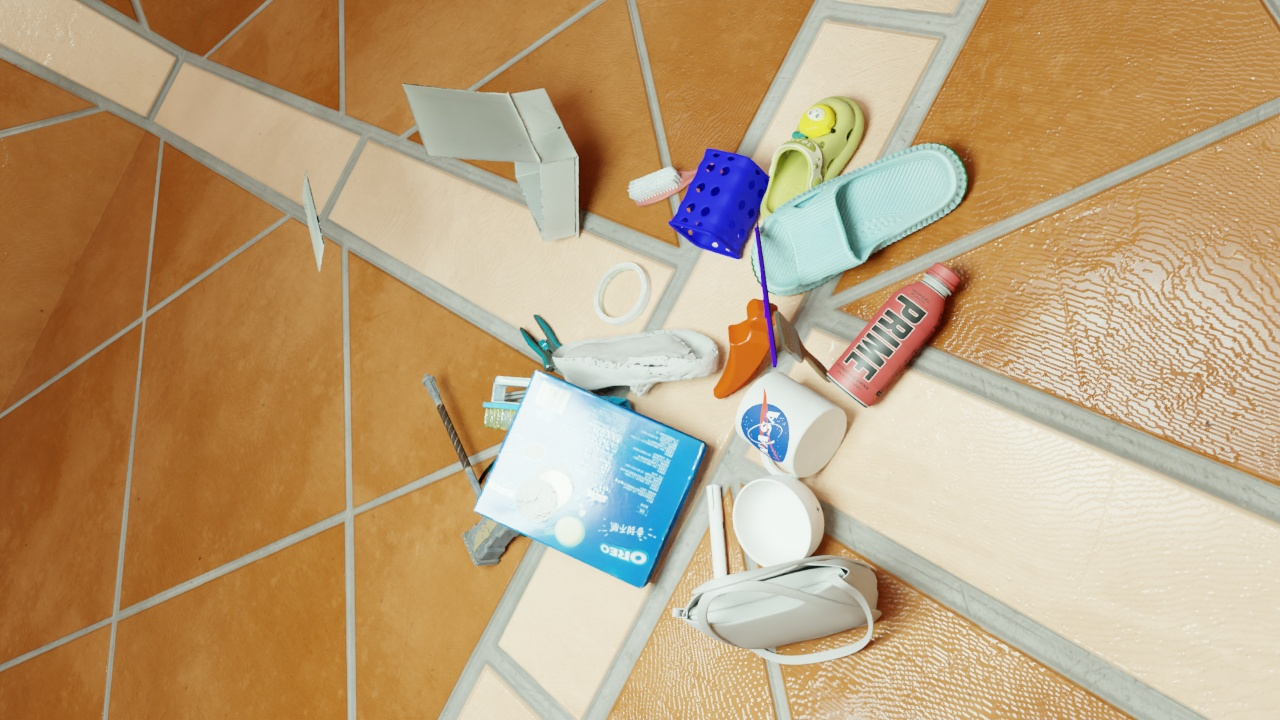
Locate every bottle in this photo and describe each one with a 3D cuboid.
[{"bbox_3d":[0.288,-0.032,1.028,0.177,0.062,0.062,-52,51,9],"label":"bottle"}]

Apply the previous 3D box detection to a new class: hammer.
[{"bbox_3d":[-0.263,0.140,1.353,0.099,0.044,0.322,-50,54,28],"label":"hammer"}]

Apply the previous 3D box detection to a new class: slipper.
[{"bbox_3d":[-0.007,0.007,1.224,0.247,0.075,0.112,-5,39,33],"label":"slipper"},{"bbox_3d":[0.204,-0.256,1.163,0.092,0.081,0.190,31,95,42],"label":"slipper"},{"bbox_3d":[0.249,-0.169,1.088,0.277,0.069,0.116,-25,82,24],"label":"slipper"}]

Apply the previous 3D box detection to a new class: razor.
[{"bbox_3d":[-0.166,0.099,1.311,0.088,0.047,0.116,-9,72,37],"label":"razor"}]

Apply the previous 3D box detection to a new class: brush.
[{"bbox_3d":[-0.148,0.062,1.243,0.136,0.055,0.075,4,84,38],"label":"brush"},{"bbox_3d":[0.188,-0.005,1.038,0.008,0.143,0.045,-23,52,25],"label":"brush"},{"bbox_3d":[0.056,-0.262,1.304,0.173,0.030,0.041,-14,65,31],"label":"brush"}]

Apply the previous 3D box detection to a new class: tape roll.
[{"bbox_3d":[-0.026,-0.096,1.313,0.093,0.013,0.093,-13,66,32],"label":"tape roll"}]

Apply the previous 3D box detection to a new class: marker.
[{"bbox_3d":[0.093,0.215,1.106,0.017,0.020,0.133,-15,65,27],"label":"marker"}]

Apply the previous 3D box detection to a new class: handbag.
[{"bbox_3d":[0.126,0.253,0.937,0.216,0.222,0.095,-24,59,27],"label":"handbag"}]

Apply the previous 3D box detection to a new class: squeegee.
[{"bbox_3d":[0.129,-0.020,1.107,0.249,0.055,0.185,-89,17,-47],"label":"squeegee"}]

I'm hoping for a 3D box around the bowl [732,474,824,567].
[{"bbox_3d":[0.160,0.179,1.036,0.105,0.054,0.105,8,103,39],"label":"bowl"}]

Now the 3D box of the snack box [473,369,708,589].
[{"bbox_3d":[-0.061,0.146,1.152,0.239,0.056,0.195,23,88,8],"label":"snack box"}]

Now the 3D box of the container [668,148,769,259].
[{"bbox_3d":[0.108,-0.208,1.211,0.084,0.085,0.113,24,87,39],"label":"container"}]

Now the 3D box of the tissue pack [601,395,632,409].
[{"bbox_3d":[-0.066,0.114,1.233,0.093,0.061,0.144,0,73,37],"label":"tissue pack"}]

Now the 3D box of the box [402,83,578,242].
[{"bbox_3d":[-0.230,-0.348,1.242,0.149,0.506,0.166,-36,54,15],"label":"box"}]

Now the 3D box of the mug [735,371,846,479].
[{"bbox_3d":[0.171,0.086,1.062,0.090,0.090,0.121,35,130,39],"label":"mug"}]

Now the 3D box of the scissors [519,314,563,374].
[{"bbox_3d":[-0.139,-0.012,1.360,0.139,0.019,0.128,-3,65,28],"label":"scissors"}]

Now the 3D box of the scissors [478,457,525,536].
[{"bbox_3d":[-0.174,0.140,1.335,0.155,0.015,0.209,11,79,40],"label":"scissors"}]
